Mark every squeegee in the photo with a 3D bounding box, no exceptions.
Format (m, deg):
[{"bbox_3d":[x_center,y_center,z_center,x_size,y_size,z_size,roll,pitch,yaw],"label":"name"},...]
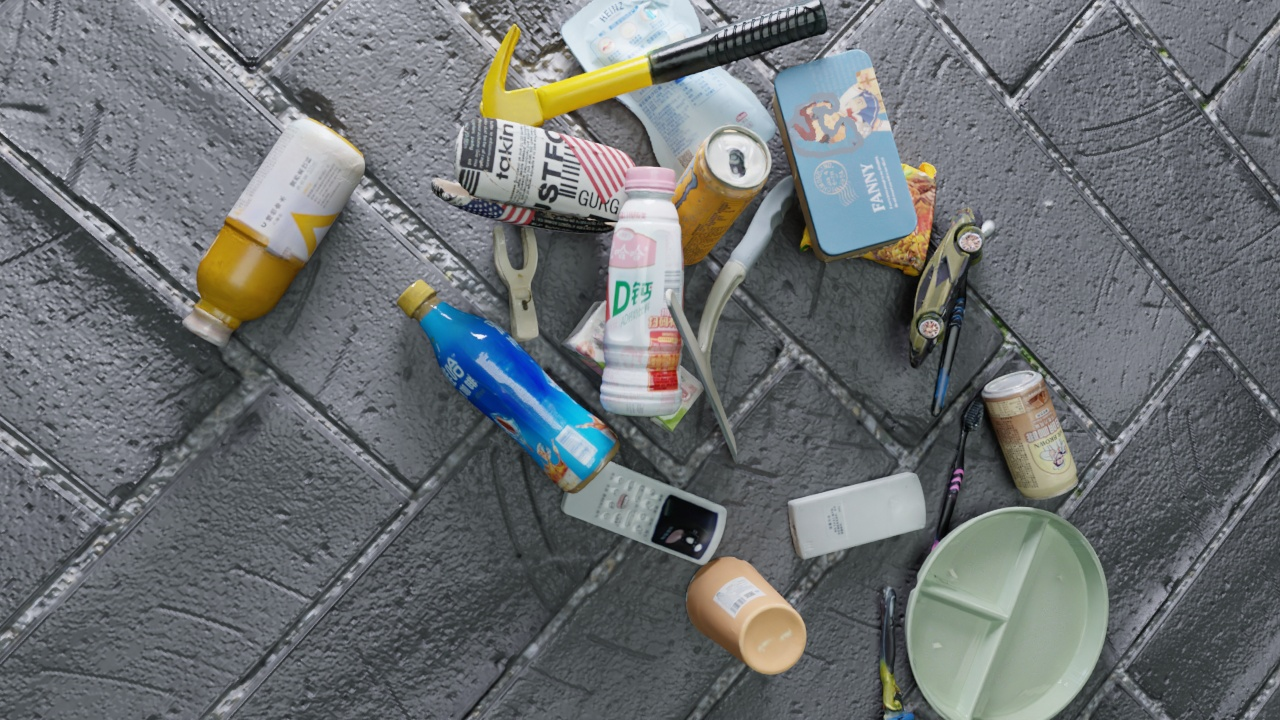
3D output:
[{"bbox_3d":[0.088,-0.074,0.809,0.039,0.246,0.246,13,63,27],"label":"squeegee"}]

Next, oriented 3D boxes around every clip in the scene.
[{"bbox_3d":[-0.104,-0.066,0.786,0.034,0.072,0.100,-9,88,-15],"label":"clip"}]

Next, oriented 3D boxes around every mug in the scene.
[{"bbox_3d":[0.094,0.223,0.800,0.078,0.123,0.078,0,91,-13],"label":"mug"}]

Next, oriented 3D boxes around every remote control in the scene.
[{"bbox_3d":[0.208,0.147,0.878,0.135,0.019,0.056,-12,94,-13],"label":"remote control"},{"bbox_3d":[0.005,0.135,0.828,0.150,0.021,0.058,23,87,-12],"label":"remote control"}]

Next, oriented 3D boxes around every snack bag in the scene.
[{"bbox_3d":[0.027,-0.246,0.810,0.110,0.039,0.191,-38,98,6],"label":"snack bag"}]

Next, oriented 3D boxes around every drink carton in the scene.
[{"bbox_3d":[-0.005,0.005,0.808,0.122,0.045,0.053,41,81,-12],"label":"drink carton"}]

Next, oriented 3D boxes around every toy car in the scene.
[{"bbox_3d":[0.283,-0.067,0.861,0.042,0.070,0.158,23,91,20],"label":"toy car"}]

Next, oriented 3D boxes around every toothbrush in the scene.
[{"bbox_3d":[0.309,0.131,0.903,0.014,0.018,0.189,15,90,-16],"label":"toothbrush"},{"bbox_3d":[0.309,-0.037,0.899,0.014,0.016,0.189,12,90,-6],"label":"toothbrush"}]

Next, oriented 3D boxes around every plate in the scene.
[{"bbox_3d":[0.361,0.257,0.911,0.230,0.027,0.230,-1,95,-15],"label":"plate"}]

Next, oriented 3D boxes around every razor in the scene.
[{"bbox_3d":[0.242,0.290,0.890,0.042,0.022,0.142,-3,89,-44],"label":"razor"}]

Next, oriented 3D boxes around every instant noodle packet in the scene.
[{"bbox_3d":[0.213,-0.144,0.858,0.128,0.044,0.110,11,85,-13],"label":"instant noodle packet"}]

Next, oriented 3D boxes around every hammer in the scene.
[{"bbox_3d":[0.009,-0.247,0.775,0.301,0.033,0.129,-17,99,2],"label":"hammer"}]

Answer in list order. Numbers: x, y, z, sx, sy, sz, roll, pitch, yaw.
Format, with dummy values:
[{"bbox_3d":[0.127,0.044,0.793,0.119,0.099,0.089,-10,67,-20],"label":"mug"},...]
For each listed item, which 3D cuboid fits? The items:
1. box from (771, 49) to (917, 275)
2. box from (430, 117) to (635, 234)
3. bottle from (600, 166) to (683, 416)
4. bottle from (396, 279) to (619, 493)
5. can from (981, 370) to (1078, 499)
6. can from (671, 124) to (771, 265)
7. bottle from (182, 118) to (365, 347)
[{"bbox_3d":[0.176,-0.169,0.798,0.090,0.062,0.184,-17,83,4],"label":"box"},{"bbox_3d":[-0.086,-0.143,0.748,0.162,0.087,0.075,3,88,-36],"label":"box"},{"bbox_3d":[0.003,-0.055,0.745,0.068,0.068,0.197,1,95,-14],"label":"bottle"},{"bbox_3d":[-0.115,0.018,0.769,0.218,0.065,0.065,43,82,-2],"label":"bottle"},{"bbox_3d":[0.380,0.072,0.897,0.058,0.058,0.116,-25,98,-12],"label":"can"},{"bbox_3d":[0.055,-0.133,0.763,0.058,0.146,0.058,5,71,-15],"label":"can"},{"bbox_3d":[-0.292,-0.099,0.724,0.068,0.068,0.189,33,84,-13],"label":"bottle"}]
